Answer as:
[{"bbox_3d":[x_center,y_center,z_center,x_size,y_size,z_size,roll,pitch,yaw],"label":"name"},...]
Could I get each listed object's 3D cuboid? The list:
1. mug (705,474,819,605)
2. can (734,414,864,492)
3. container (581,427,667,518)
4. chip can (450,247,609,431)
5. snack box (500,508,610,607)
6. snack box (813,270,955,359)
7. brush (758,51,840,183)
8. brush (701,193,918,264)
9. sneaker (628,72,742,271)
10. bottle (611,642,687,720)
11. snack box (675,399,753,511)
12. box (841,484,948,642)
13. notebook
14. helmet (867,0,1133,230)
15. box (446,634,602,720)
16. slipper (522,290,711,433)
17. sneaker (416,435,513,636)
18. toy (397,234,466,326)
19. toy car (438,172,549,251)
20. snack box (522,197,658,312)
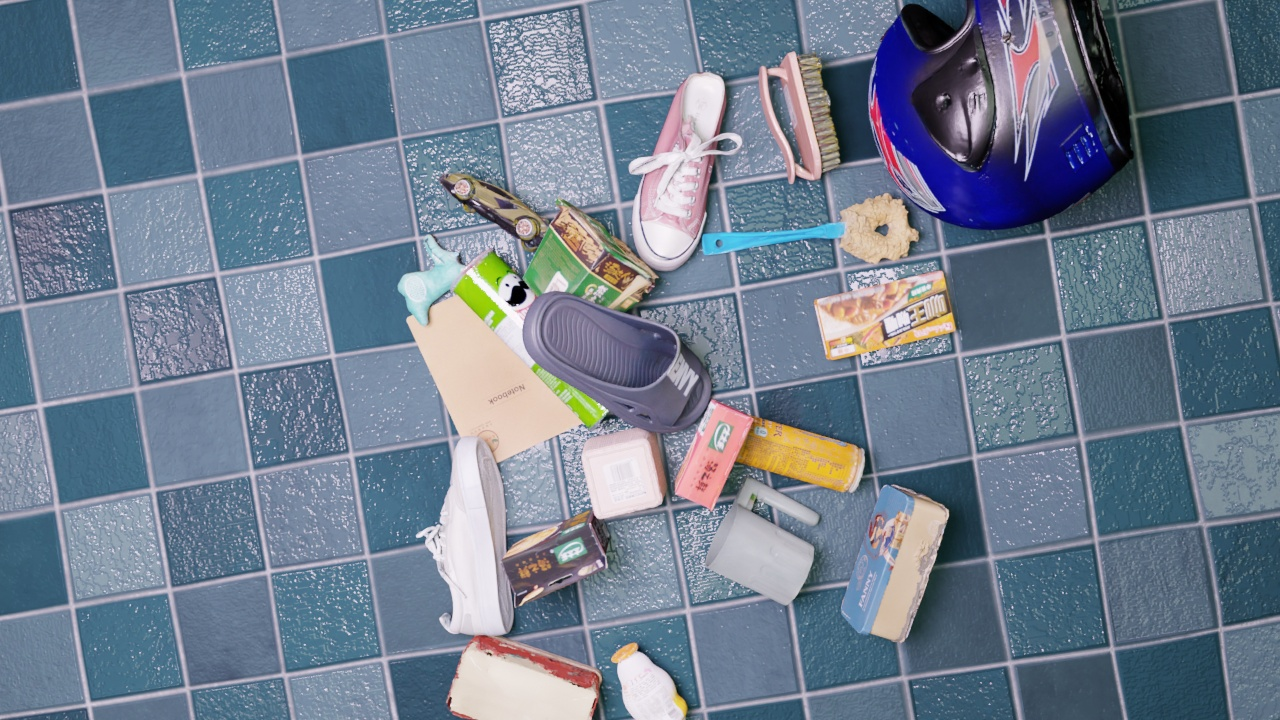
[{"bbox_3d":[0.148,0.211,1.081,0.103,0.084,0.123,28,66,0],"label":"mug"},{"bbox_3d":[0.186,0.110,1.083,0.146,0.058,0.058,16,91,1],"label":"can"},{"bbox_3d":[-0.020,0.131,1.062,0.090,0.111,0.090,-13,90,1],"label":"container"},{"bbox_3d":[-0.116,-0.024,1.075,0.072,0.072,0.236,-44,91,1],"label":"chip can"},{"bbox_3d":[-0.095,0.223,1.057,0.113,0.125,0.053,-24,90,2],"label":"snack box"},{"bbox_3d":[0.290,-0.053,1.095,0.154,0.026,0.075,-13,91,2],"label":"snack box"},{"bbox_3d":[0.187,-0.282,1.078,0.073,0.063,0.145,-14,92,-3],"label":"brush"},{"bbox_3d":[0.201,-0.149,1.094,0.255,0.046,0.083,-5,94,5],"label":"brush"},{"bbox_3d":[0.049,-0.225,1.068,0.118,0.088,0.241,16,90,1],"label":"sneaker"},{"bbox_3d":[0.008,0.390,1.088,0.063,0.063,0.108,-31,90,1],"label":"bottle"},{"bbox_3d":[0.081,0.105,1.051,0.044,0.127,0.113,24,90,1],"label":"snack box"},{"bbox_3d":[0.292,0.240,1.067,0.059,0.090,0.184,20,90,-5],"label":"box"},{"bbox_3d":[-0.176,0.012,1.117,0.148,0.008,0.207,-25,90,2],"label":"notebook"},{"bbox_3d":[0.366,-0.295,0.983,0.241,0.246,0.315,-15,93,35],"label":"helmet"},{"bbox_3d":[-0.136,0.391,1.083,0.168,0.080,0.091,18,92,1],"label":"box"},{"bbox_3d":[-0.006,0.006,1.010,0.268,0.083,0.110,28,72,-36],"label":"slipper"},{"bbox_3d":[-0.210,0.208,1.085,0.091,0.089,0.242,-4,97,6],"label":"sneaker"},{"bbox_3d":[-0.251,-0.102,1.108,0.092,0.030,0.096,-31,82,-3],"label":"toy"},{"bbox_3d":[-0.167,-0.178,1.083,0.158,0.070,0.042,31,83,0],"label":"toy car"},{"bbox_3d":[-0.065,-0.098,1.050,0.106,0.117,0.118,-50,51,10],"label":"snack box"}]
